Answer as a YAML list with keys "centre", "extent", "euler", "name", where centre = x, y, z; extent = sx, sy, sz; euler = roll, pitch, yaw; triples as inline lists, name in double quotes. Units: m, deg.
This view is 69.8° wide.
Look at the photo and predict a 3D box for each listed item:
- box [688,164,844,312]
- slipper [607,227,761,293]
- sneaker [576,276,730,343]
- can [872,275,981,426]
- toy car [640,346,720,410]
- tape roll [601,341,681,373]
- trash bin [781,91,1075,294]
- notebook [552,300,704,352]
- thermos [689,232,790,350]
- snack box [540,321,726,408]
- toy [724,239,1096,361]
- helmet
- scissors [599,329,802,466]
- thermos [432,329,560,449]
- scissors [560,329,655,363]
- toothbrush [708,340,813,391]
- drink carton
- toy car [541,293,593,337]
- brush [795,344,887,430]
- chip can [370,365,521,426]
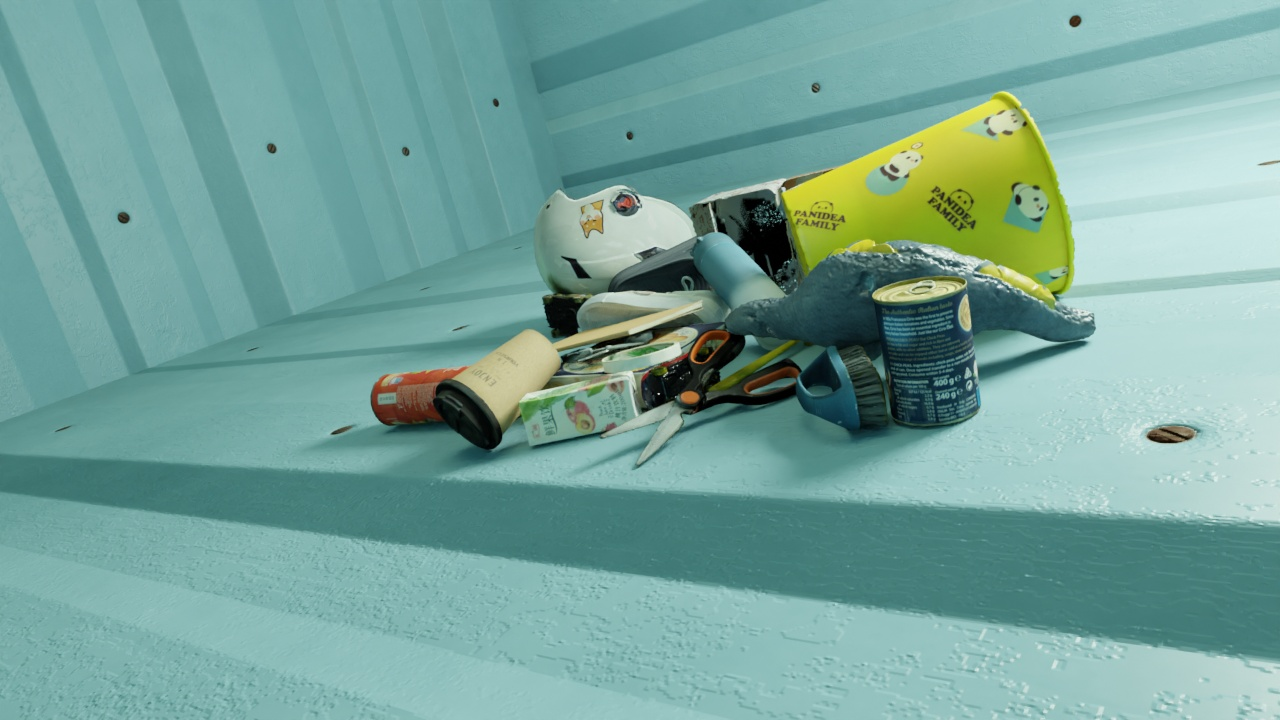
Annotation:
- centre: [0.213, -0.159, 1.240]
  extent: [0.261, 0.177, 0.082]
  euler: [-8, 16, 31]
  name: "box"
- centre: [0.083, -0.124, 1.423]
  extent: [0.268, 0.111, 0.083]
  euler: [-21, 31, -2]
  name: "slipper"
- centre: [0.018, -0.070, 1.265]
  extent: [0.243, 0.089, 0.090]
  euler: [2, 37, 40]
  name: "sneaker"
- centre: [0.240, -0.007, 0.768]
  extent: [0.075, 0.111, 0.075]
  euler: [-12, 15, 3]
  name: "can"
- centre: [0.041, 0.020, 0.988]
  extent: [0.106, 0.049, 0.031]
  euler: [-25, 16, -34]
  name: "toy car"
- centre: [0.001, -0.004, 0.985]
  extent: [0.086, 0.014, 0.085]
  euler: [-13, 7, 2]
  name: "tape roll"
- centre: [0.306, -0.143, 1.021]
  extent: [0.255, 0.230, 0.229]
  euler: [-18, 14, 10]
  name: "trash bin"
- centre: [-0.044, -0.034, 1.156]
  extent: [0.212, 0.012, 0.149]
  euler: [-12, 7, 42]
  name: "notebook"
- centre: [0.130, -0.094, 1.152]
  extent: [0.070, 0.070, 0.220]
  euler: [-18, 37, -10]
  name: "thermos"
- centre: [-0.007, 0.006, 1.099]
  extent: [0.178, 0.046, 0.182]
  euler: [-4, 17, 39]
  name: "snack box"
- centre: [0.240, -0.055, 0.880]
  extent: [0.357, 0.138, 0.091]
  euler: [-1, 60, 24]
  name: "toy"
- centre: [-0.052, -0.161, 1.513]
  extent: [0.274, 0.230, 0.156]
  euler: [7, 58, 10]
  name: "helmet"
- centre: [0.057, 0.031, 0.923]
  extent: [0.224, 0.022, 0.204]
  euler: [-8, 38, -9]
  name: "scissors"
- centre: [-0.157, 0.030, 1.016]
  extent: [0.093, 0.093, 0.142]
  euler: [1, 37, 47]
  name: "thermos"
- centre: [-0.039, -0.013, 1.035]
  extent: [0.160, 0.014, 0.180]
  euler: [-14, 4, 32]
  name: "scissors"
- centre: [0.143, 0.002, 1.027]
  extent: [0.189, 0.016, 0.016]
  euler: [-28, 20, -38]
  name: "toothbrush"
- centre: [-0.063, 0.050, 0.972]
  extent: [0.122, 0.053, 0.045]
  euler: [-13, 11, 10]
  name: "drink carton"
- centre: [-0.105, -0.072, 1.454]
  extent: [0.042, 0.070, 0.158]
  euler: [-24, 19, -34]
  name: "toy car"
- centre: [0.176, 0.024, 0.822]
  extent: [0.073, 0.055, 0.143]
  euler: [-10, 15, 8]
  name: "brush"
- centre: [-0.241, 0.044, 1.146]
  extent: [0.217, 0.073, 0.073]
  euler: [-6, 17, 33]
  name: "chip can"
